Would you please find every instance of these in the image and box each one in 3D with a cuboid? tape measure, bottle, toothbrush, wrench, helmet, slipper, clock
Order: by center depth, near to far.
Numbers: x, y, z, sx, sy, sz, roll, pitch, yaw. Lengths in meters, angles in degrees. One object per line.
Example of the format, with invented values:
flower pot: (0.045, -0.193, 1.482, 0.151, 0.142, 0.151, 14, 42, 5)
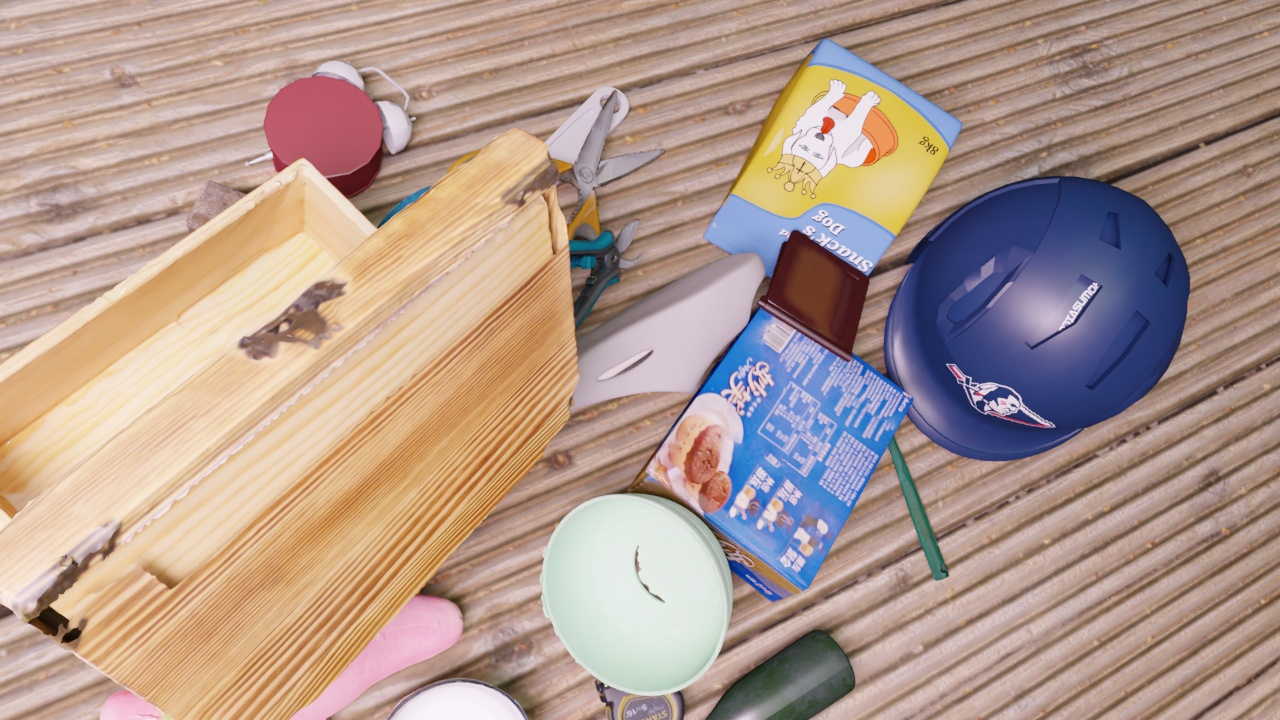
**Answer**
tape measure: (0.002, 0.268, 0.708, 0.061, 0.034, 0.061, -12, 75, -17)
bottle: (0.085, 0.277, 0.717, 0.174, 0.055, 0.055, -26, 82, -19)
slipper: (-0.004, 0.004, 0.753, 0.265, 0.113, 0.080, -30, 102, -16)
clock: (-0.254, -0.191, 0.766, 0.096, 0.048, 0.137, 40, 68, -1)
wrench: (-0.090, -0.148, 0.816, 0.086, 0.018, 0.272, 41, 67, -1)
helmet: (0.349, -0.032, 0.817, 0.232, 0.222, 0.273, 34, 105, -3)
toothbrush: (0.241, 0.105, 0.830, 0.016, 0.017, 0.189, -14, 78, -18)

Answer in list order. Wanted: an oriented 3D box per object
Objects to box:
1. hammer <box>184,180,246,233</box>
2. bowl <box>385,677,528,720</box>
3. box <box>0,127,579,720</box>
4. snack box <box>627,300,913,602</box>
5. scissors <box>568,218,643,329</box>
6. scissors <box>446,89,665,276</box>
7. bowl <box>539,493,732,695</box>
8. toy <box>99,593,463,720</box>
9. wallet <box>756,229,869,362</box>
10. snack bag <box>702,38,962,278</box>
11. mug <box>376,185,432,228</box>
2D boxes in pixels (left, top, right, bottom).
hammer: (-0.312, 0.023, 0.694, 0.158, 0.037, 0.300, 21, 70, -9)
bowl: (-0.134, 0.284, 0.649, 0.116, 0.066, 0.116, 4, 73, -14)
box: (-0.179, 0.032, 0.486, 0.284, 0.324, 0.278, 45, 60, -3)
snack box: (0.111, 0.069, 0.764, 0.155, 0.069, 0.202, 37, 62, 0)
scissors: (-0.045, -0.068, 0.771, 0.019, 0.153, 0.124, 15, 95, 32)
scissors: (-0.057, -0.141, 0.808, 0.224, 0.016, 0.216, -20, 93, -32)
bowl: (0.007, 0.168, 0.699, 0.151, 0.151, 0.076, 61, 25, 7)
toy: (-0.239, 0.195, 0.637, 0.236, 0.097, 0.192, 0, 78, -28)
wallet: (0.152, -0.058, 0.797, 0.091, 0.018, 0.115, 32, 43, -6)
snack bag: (0.174, -0.165, 0.857, 0.159, 0.102, 0.205, 30, 91, -5)
mug: (-0.138, -0.082, 0.711, 0.107, 0.114, 0.083, 52, 43, 9)
